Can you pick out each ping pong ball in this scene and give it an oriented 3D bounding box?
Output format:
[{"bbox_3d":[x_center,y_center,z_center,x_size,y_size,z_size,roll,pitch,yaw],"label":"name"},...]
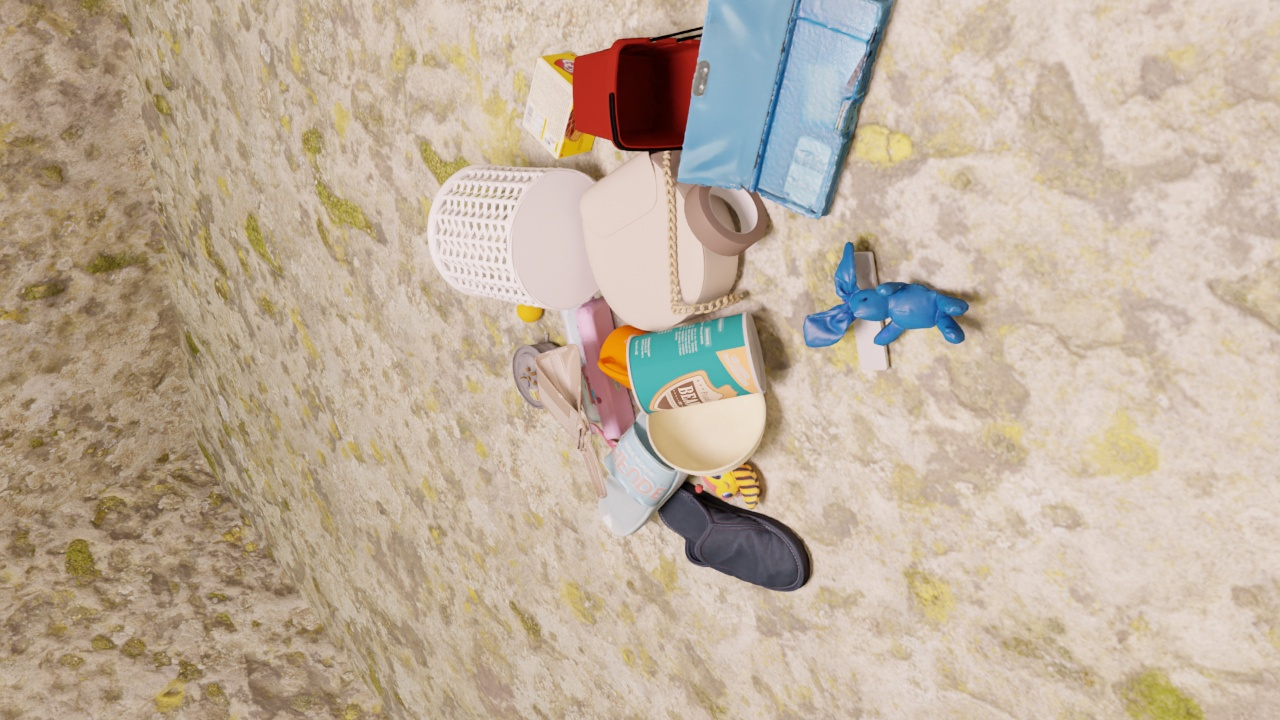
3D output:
[{"bbox_3d":[-0.173,-0.079,1.433,0.040,0.040,0.040,26,127,40],"label":"ping pong ball"}]

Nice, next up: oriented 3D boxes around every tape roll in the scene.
[{"bbox_3d":[0.096,-0.165,1.030,0.030,0.093,0.093,-35,82,52],"label":"tape roll"}]

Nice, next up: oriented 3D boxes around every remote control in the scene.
[{"bbox_3d":[0.243,-0.053,0.982,0.033,0.012,0.131,4,112,46],"label":"remote control"}]

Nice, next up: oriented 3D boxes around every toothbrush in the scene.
[{"bbox_3d":[-0.037,0.130,1.404,0.135,0.016,0.022,30,130,37],"label":"toothbrush"}]

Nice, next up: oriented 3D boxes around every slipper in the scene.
[{"bbox_3d":[-0.007,0.165,1.274,0.104,0.074,0.246,46,133,22],"label":"slipper"},{"bbox_3d":[0.104,0.249,1.248,0.266,0.083,0.109,22,122,40],"label":"slipper"}]

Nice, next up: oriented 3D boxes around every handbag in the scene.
[{"bbox_3d":[0.015,-0.143,1.129,0.211,0.103,0.208,-21,91,52],"label":"handbag"},{"bbox_3d":[-0.087,0.097,1.269,0.176,0.062,0.198,109,141,-74],"label":"handbag"}]

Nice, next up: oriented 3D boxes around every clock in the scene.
[{"bbox_3d":[-0.149,0.016,1.425,0.148,0.056,0.104,-39,75,49],"label":"clock"}]

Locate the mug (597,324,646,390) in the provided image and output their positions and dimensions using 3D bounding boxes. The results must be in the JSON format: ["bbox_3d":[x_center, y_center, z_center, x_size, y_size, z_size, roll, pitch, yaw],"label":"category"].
[{"bbox_3d":[-0.007,0.007,1.226,0.096,0.112,0.078,29,117,37],"label":"mug"}]

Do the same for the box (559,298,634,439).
[{"bbox_3d":[-0.076,0.010,1.339,0.102,0.110,0.201,-6,107,24],"label":"box"}]

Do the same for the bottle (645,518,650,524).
[{"bbox_3d":[0.006,0.192,1.362,0.044,0.044,0.136,41,136,28],"label":"bottle"}]

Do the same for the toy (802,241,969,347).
[{"bbox_3d":[0.249,-0.059,0.922,0.177,0.070,0.113,11,113,40],"label":"toy"}]

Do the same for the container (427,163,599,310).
[{"bbox_3d":[-0.161,-0.170,1.251,0.187,0.188,0.189,14,119,44],"label":"container"}]

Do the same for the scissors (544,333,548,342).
[{"bbox_3d":[-0.127,0.040,1.463,0.153,0.014,0.131,47,138,27],"label":"scissors"}]

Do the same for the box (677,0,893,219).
[{"bbox_3d":[0.139,-0.269,0.927,0.175,0.060,0.232,17,129,7],"label":"box"}]

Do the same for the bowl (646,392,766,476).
[{"bbox_3d":[0.090,0.081,1.152,0.151,0.150,0.075,39,174,30],"label":"bowl"}]

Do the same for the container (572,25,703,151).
[{"bbox_3d":[0.026,-0.294,1.001,0.201,0.147,0.127,23,118,52],"label":"container"}]

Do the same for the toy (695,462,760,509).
[{"bbox_3d":[0.118,0.157,1.215,0.103,0.046,0.084,15,113,41],"label":"toy"}]

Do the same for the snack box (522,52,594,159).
[{"bbox_3d":[-0.099,-0.333,1.195,0.083,0.061,0.106,47,138,23],"label":"snack box"}]

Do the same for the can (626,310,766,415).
[{"bbox_3d":[0.067,0.004,1.094,0.144,0.099,0.099,-12,102,15],"label":"can"}]
